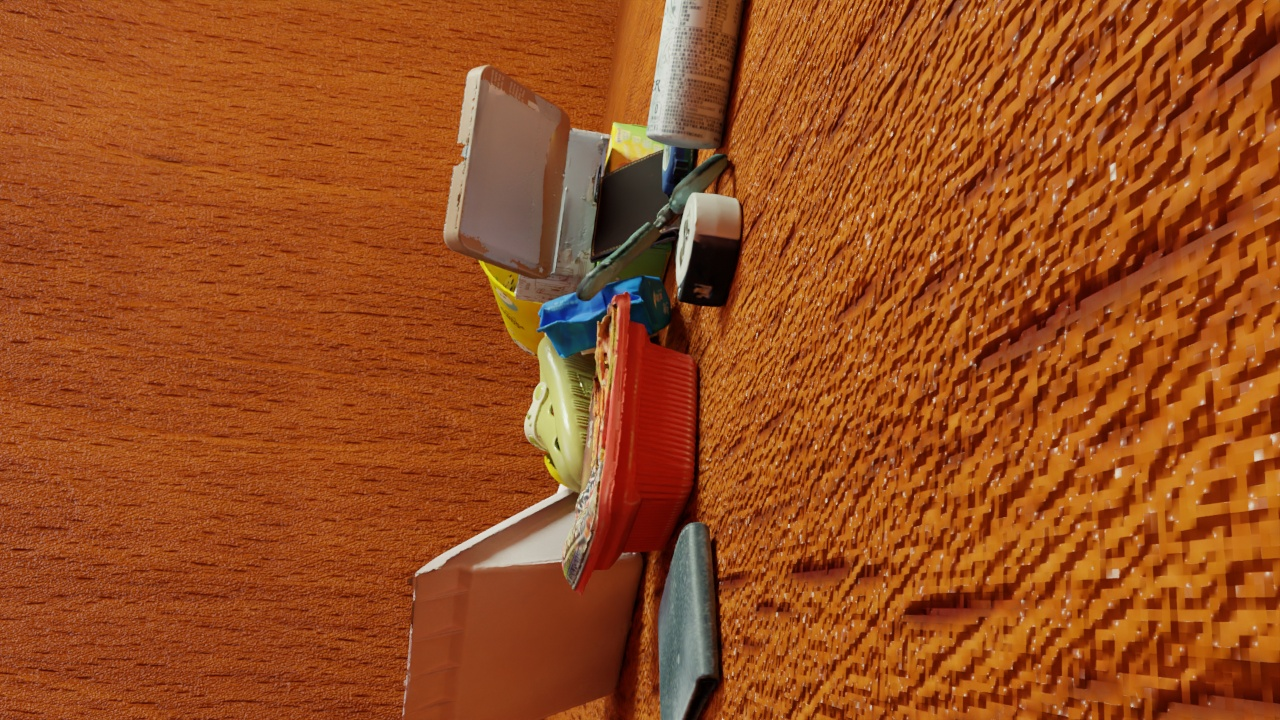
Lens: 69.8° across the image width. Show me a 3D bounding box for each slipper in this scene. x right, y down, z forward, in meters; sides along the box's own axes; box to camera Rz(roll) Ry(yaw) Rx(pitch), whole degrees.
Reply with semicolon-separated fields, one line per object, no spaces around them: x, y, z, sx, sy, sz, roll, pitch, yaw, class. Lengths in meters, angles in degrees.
-0.060;0.057;0.846;0.082;0.091;0.190;-48;41;28;slipper

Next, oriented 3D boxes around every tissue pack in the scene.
-0.026;-0.036;0.780;0.157;0.095;0.052;-25;-80;-80;tissue pack

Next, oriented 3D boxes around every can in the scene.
0.043;-0.235;0.687;0.058;0.058;0.147;-116;34;-79;can

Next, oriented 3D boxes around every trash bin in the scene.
-0.128;-0.130;1.414;0.256;0.229;0.229;98;177;-66;trash bin

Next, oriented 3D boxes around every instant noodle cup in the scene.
-0.007;0.063;0.679;0.165;0.079;0.188;107;168;-55;instant noodle cup

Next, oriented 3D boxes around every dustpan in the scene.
-0.107;0.218;0.835;0.139;0.272;0.223;46;129;50;dustpan

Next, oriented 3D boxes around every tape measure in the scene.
0.036;-0.186;0.840;0.055;0.025;0.058;111;162;-57;tape measure
0.044;-0.077;0.606;0.065;0.033;0.066;-93;12;-52;tape measure

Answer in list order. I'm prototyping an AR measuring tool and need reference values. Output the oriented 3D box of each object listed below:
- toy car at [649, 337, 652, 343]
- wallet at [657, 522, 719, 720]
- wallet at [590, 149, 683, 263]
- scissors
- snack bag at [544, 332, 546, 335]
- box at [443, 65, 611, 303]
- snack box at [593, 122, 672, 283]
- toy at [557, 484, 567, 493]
-0.005;0.005;0.905;0.155;0.041;0.071;-102;19;-66;toy car
0.025;0.169;0.543;0.121;0.019;0.097;102;172;-45;wallet
-0.002;-0.150;0.882;0.020;0.096;0.122;52;-150;-41;wallet
0.004;-0.095;0.698;0.179;0.019;0.172;-45;5;-3;scissors
-0.065;0.055;1.026;0.128;0.073;0.208;58;167;30;snack bag
-0.102;-0.163;0.943;0.274;0.124;0.178;36;-120;-73;box
-0.013;-0.138;1.013;0.158;0.070;0.209;105;171;-46;snack box
-0.050;0.158;0.956;0.121;0.054;0.160;-43;-32;-43;toy
